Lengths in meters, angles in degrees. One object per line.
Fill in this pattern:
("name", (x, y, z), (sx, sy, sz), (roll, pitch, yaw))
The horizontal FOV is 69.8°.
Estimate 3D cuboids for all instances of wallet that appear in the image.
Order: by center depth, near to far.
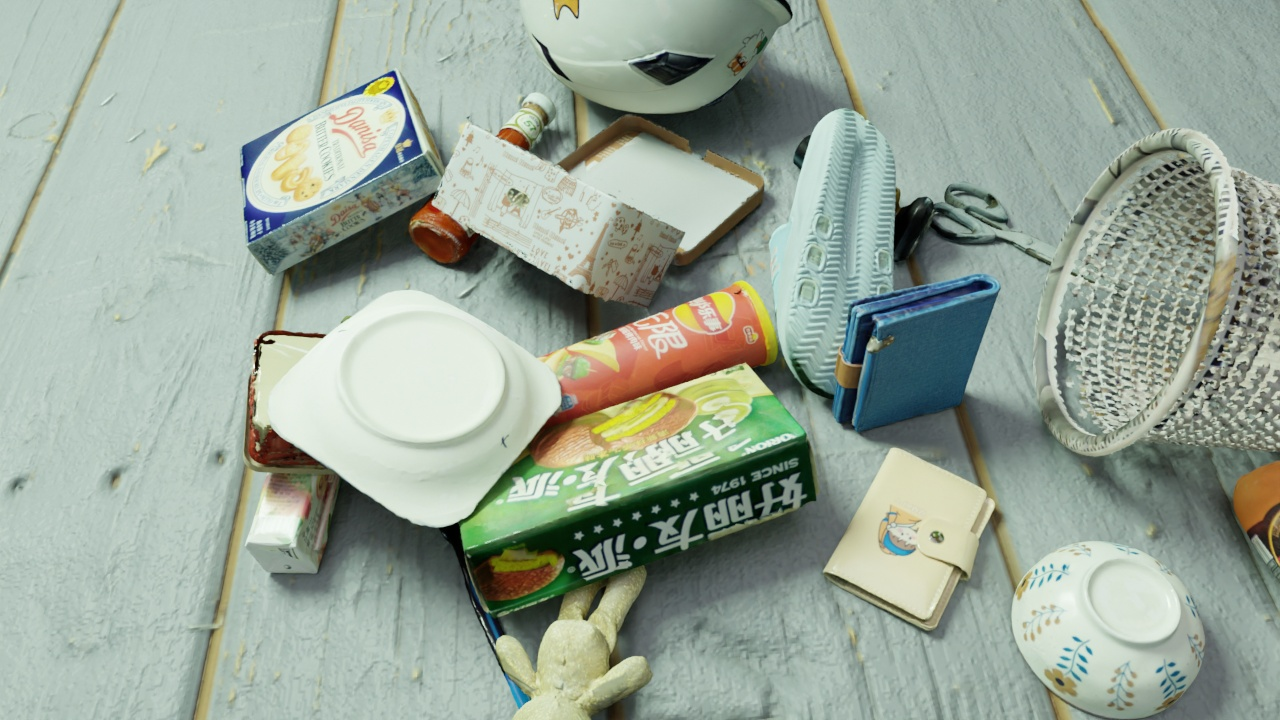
("wallet", (0.193, 0.124, 0.646), (0.087, 0.024, 0.115), (26, 60, 21))
("wallet", (0.196, -0.003, 0.669), (0.106, 0.133, 0.040), (-13, 51, -5))

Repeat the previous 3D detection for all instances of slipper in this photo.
("slipper", (0.151, -0.089, 0.749), (0.104, 0.074, 0.245), (20, 71, -28))

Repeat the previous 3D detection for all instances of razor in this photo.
("razor", (0.199, -0.155, 0.835), (0.067, 0.062, 0.167), (-6, 41, -37))

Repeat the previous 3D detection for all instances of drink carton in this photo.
("drink carton", (-0.253, 0.094, 0.692), (0.045, 0.054, 0.122), (3, 54, 2))

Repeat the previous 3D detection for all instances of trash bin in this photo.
("trash bin", (0.416, -0.027, 0.632), (0.192, 0.228, 0.226), (12, 55, -1))

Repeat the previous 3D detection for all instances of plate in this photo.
("plate", (-0.150, 0.018, 0.628), (0.163, 0.034, 0.163), (31, 52, 8))

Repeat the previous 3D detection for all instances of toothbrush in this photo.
("toothbrush", (-0.107, 0.180, 0.644), (0.014, 0.016, 0.189), (-20, 57, -20))

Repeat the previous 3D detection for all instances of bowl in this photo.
("bowl", (0.302, 0.162, 0.585), (0.113, 0.062, 0.113), (-4, 53, 5))

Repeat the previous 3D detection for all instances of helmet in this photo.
("helmet", (-0.007, -0.321, 0.890), (0.274, 0.229, 0.157), (32, 105, 24))

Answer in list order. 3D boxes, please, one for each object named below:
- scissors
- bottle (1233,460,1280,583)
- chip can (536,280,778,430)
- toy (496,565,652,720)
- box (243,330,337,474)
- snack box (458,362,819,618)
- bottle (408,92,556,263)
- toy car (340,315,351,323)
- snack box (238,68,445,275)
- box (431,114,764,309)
("scissors", (0.342, -0.111, 0.806), (0.175, 0.014, 0.135), (3, 56, 8))
("bottle", (0.445, 0.139, 0.591), (0.067, 0.067, 0.149), (-9, 61, -1))
("chip can", (-0.004, 0.004, 0.721), (0.216, 0.073, 0.073), (-20, 55, -8))
("toy", (-0.040, 0.193, 0.600), (0.105, 0.066, 0.156), (11, 49, 14))
("box", (-0.196, 0.031, 0.671), (0.168, 0.080, 0.091), (4, 56, -24))
("snack box", (-0.008, 0.085, 0.646), (0.240, 0.063, 0.114), (-18, 28, -7))
("bottle", (-0.142, -0.181, 0.874), (0.060, 0.060, 0.205), (19, 59, 18))
("toy car", (-0.238, -0.001, 0.737), (0.035, 0.091, 0.042), (29, 55, -9))
("snack box", (-0.285, -0.183, 0.865), (0.182, 0.046, 0.177), (-28, 46, 0))
("box", (-0.030, -0.139, 0.816), (0.179, 0.126, 0.272), (32, 35, 25))
